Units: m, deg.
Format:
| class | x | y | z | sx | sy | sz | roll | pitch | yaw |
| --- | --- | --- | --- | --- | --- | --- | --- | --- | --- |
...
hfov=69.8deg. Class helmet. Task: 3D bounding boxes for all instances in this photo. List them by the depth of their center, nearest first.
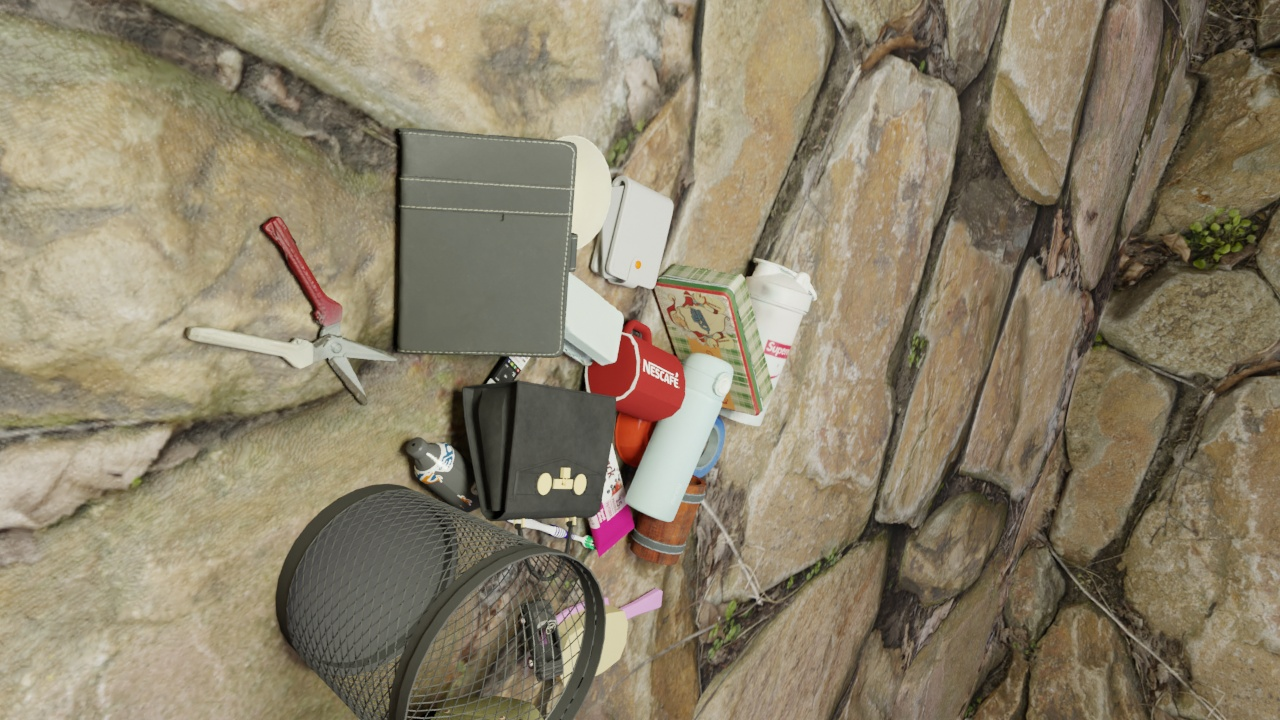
| class | x | y | z | sx | sy | sz | roll | pitch | yaw |
| --- | --- | --- | --- | --- | --- | --- | --- | --- | --- |
| helmet | -0.174 | 0.448 | 0.896 | 0.232 | 0.256 | 0.251 | -31 | 129 | -34 |

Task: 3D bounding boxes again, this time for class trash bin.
| class | x | y | z | sx | sy | sz | roll | pitch | yaw |
| --- | --- | --- | --- | --- | --- | --- | --- | --- | --- |
| trash bin | -0.189 | 0.238 | 0.838 | 0.217 | 0.228 | 0.218 | -21 | 118 | -44 |

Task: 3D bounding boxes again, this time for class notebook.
| class | x | y | z | sx | sy | sz | roll | pitch | yaw |
| --- | --- | --- | --- | --- | --- | --- | --- | --- | --- |
| notebook | -0.143 | -0.106 | 0.862 | 0.169 | 0.029 | 0.209 | 2 | 109 | -14 |

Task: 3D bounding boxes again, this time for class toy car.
| class | x | y | z | sx | sy | sz | roll | pitch | yaw |
| --- | --- | --- | --- | --- | --- | --- | --- | --- | --- |
| toy car | -0.114 | 0.331 | 1.090 | 0.040 | 0.037 | 0.092 | 3 | 68 | -48 |

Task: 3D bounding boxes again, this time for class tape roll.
| class | x | y | z | sx | sy | sz | roll | pitch | yaw |
| --- | --- | --- | --- | --- | --- | --- | --- | --- | --- |
| tape roll | 0.083 | 0.117 | 1.276 | 0.092 | 0.016 | 0.091 | -10 | 111 | -47 |

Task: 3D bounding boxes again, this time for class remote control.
| class | x | y | z | sx | sy | sz | roll | pitch | yaw |
| --- | --- | --- | --- | --- | --- | --- | --- | --- | --- |
| remote control | -0.146 | 0.015 | 0.976 | 0.124 | 0.012 | 0.028 | -57 | 138 | -18 |

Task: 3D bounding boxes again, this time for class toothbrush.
| class | x | y | z | sx | sy | sz | roll | pitch | yaw |
| --- | --- | --- | --- | --- | --- | --- | --- | --- | --- |
| toothbrush | -0.103 | 0.203 | 1.093 | 0.186 | 0.016 | 0.015 | 32 | 73 | -50 |

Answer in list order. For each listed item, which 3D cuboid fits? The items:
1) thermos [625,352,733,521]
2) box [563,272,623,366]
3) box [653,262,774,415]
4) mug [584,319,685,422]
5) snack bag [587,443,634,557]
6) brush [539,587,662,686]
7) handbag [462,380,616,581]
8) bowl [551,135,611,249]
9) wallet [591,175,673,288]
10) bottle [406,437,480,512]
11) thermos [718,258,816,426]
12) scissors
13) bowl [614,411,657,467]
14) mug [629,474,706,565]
| class | x | y | z | sx | sy | sz | roll | pitch | yaw |
| --- | --- | --- | --- | --- | --- | --- | --- | --- | --- |
| thermos | 0.050 | 0.091 | 1.125 | 0.065 | 0.078 | 0.207 | 24 | 88 | -35 |
| box | -0.091 | -0.065 | 0.976 | 0.199 | 0.067 | 0.083 | 35 | 81 | -45 |
| box | 0.095 | -0.024 | 1.162 | 0.050 | 0.118 | 0.206 | -47 | 136 | -31 |
| mug | -0.006 | 0.006 | 1.089 | 0.096 | 0.081 | 0.116 | 25 | 55 | -51 |
| snack bag | -0.049 | 0.143 | 1.120 | 0.070 | 0.016 | 0.197 | -35 | 122 | -40 |
| brush | -0.038 | 0.350 | 1.201 | 0.228 | 0.043 | 0.089 | -10 | 111 | -47 |
| handbag | -0.101 | 0.130 | 0.958 | 0.175 | 0.072 | 0.195 | 13 | 73 | -58 |
| bowl | -0.091 | -0.172 | 0.931 | 0.115 | 0.062 | 0.115 | -20 | 119 | -44 |
| wallet | -0.017 | -0.146 | 1.048 | 0.115 | 0.037 | 0.118 | 15 | 89 | -51 |
| bottle | -0.196 | 0.114 | 0.928 | 0.047 | 0.047 | 0.112 | -57 | 138 | -18 |
| thermos | 0.168 | -0.023 | 1.268 | 0.099 | 0.099 | 0.220 | 9 | 101 | -50 |
| scissors | -0.294 | -0.029 | 0.785 | 0.178 | 0.015 | 0.199 | -28 | 124 | -42 |
| bowl | 0.021 | 0.083 | 1.177 | 0.121 | 0.035 | 0.122 | -21 | 119 | -44 |
| mug | 0.040 | 0.203 | 1.220 | 0.117 | 0.081 | 0.111 | -1 | 108 | -68 |
